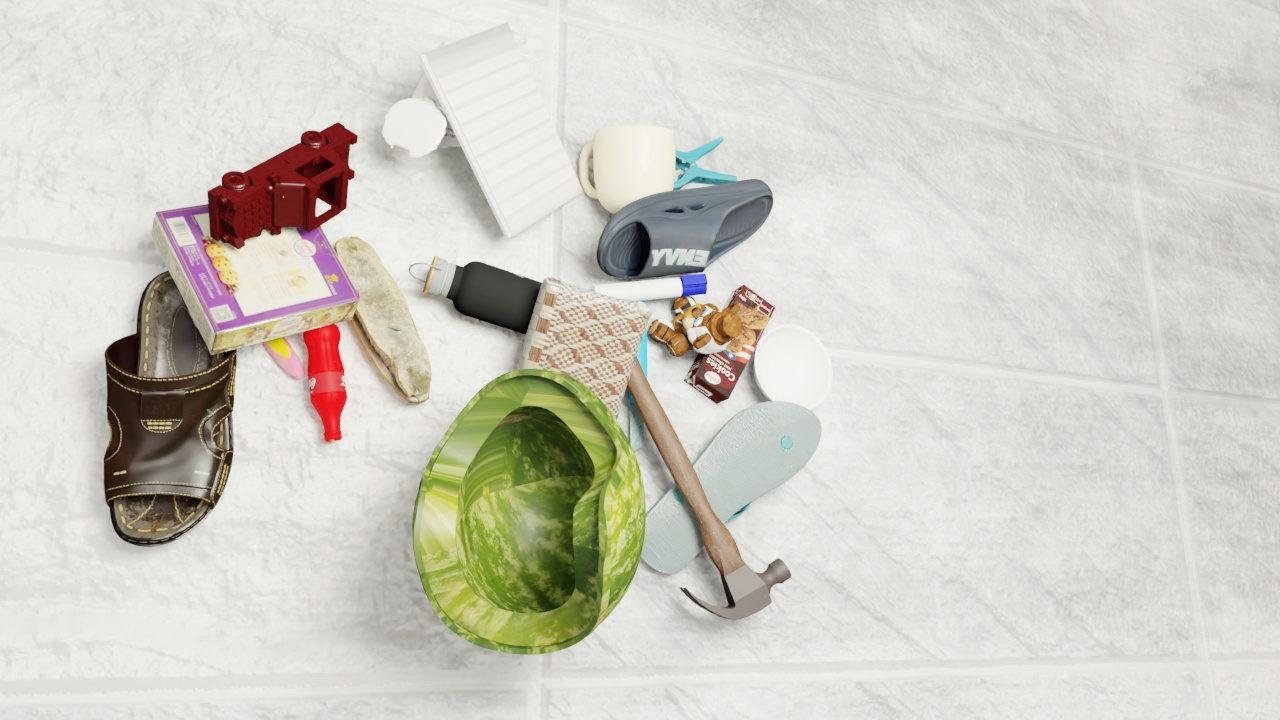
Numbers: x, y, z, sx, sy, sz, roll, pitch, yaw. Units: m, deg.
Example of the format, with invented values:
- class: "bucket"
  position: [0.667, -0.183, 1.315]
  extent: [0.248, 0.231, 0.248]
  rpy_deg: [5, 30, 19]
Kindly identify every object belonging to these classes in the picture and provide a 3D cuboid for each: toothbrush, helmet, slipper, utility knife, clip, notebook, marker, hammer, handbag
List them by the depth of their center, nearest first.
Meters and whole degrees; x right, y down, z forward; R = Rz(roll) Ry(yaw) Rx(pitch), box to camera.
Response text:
- class: "slipper"
  position: [-0.436, 0.037, 0.854]
  extent: [0.113, 0.076, 0.267]
  rpy_deg: [5, 74, -21]
- class: "helmet"
  position: [-0.101, 0.143, 0.880]
  extent: [0.213, 0.244, 0.246]
  rpy_deg: [-2, 41, 4]
- class: "toothbrush"
  position: [-0.384, -0.037, 0.931]
  extent: [0.021, 0.016, 0.135]
  rpy_deg: [-37, 95, -28]
- class: "handbag"
  position: [-0.071, 0.011, 0.998]
  extent: [0.124, 0.047, 0.186]
  rpy_deg: [15, 100, -16]
- class: "hammer"
  position: [0.051, 0.136, 1.026]
  extent: [0.115, 0.033, 0.323]
  rpy_deg: [-26, 84, -15]
- class: "notebook"
  position: [-0.150, -0.259, 1.029]
  extent: [0.142, 0.009, 0.210]
  rpy_deg: [-43, 116, -44]
- class: "slipper"
  position: [0.095, 0.139, 1.075]
  extent: [0.268, 0.055, 0.098]
  rpy_deg: [-38, 90, -15]
- class: "utility knife"
  position: [-0.006, 0.006, 1.078]
  extent: [0.031, 0.015, 0.205]
  rpy_deg: [5, 71, -19]
- class: "marker"
  position: [0.012, -0.084, 1.085]
  extent: [0.133, 0.027, 0.023]
  rpy_deg: [-6, 65, -9]
- class: "slipper"
  position: [0.068, -0.143, 1.091]
  extent: [0.267, 0.111, 0.083]
  rpy_deg: [-20, 58, -32]
- class: "clip"
  position: [0.057, -0.260, 1.170]
  extent: [0.126, 0.028, 0.113]
  rpy_deg: [-26, 85, -27]

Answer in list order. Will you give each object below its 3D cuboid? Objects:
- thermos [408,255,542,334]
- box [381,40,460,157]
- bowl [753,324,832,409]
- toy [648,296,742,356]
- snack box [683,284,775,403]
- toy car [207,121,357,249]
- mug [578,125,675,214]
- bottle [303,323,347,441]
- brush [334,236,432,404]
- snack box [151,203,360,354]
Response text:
- class: "thermos"
  position: [-0.142, -0.065, 1.014]
  extent: [0.231, 0.061, 0.061]
  rpy_deg: [18, 70, -18]
- class: "box"
  position: [-0.225, -0.279, 1.022]
  extent: [0.083, 0.092, 0.165]
  rpy_deg: [19, 71, 4]
- class: "bowl"
  position: [0.181, 0.013, 1.142]
  extent: [0.109, 0.041, 0.109]
  rpy_deg: [6, 74, -22]
- class: "toy"
  position: [0.071, -0.040, 1.073]
  extent: [0.087, 0.113, 0.067]
  rpy_deg: [-45, 107, -26]
- class: "snack box"
  position: [0.110, -0.021, 1.126]
  extent: [0.051, 0.032, 0.140]
  rpy_deg: [35, 66, -11]
- class: "toy car"
  position: [-0.337, -0.167, 0.898]
  extent: [0.062, 0.070, 0.169]
  rpy_deg: [32, 46, 9]
- class: "mug"
  position: [-0.018, -0.221, 1.094]
  extent: [0.120, 0.096, 0.100]
  rpy_deg: [2, 95, 21]
- class: "bottle"
  position: [-0.318, 0.023, 0.930]
  extent: [0.036, 0.036, 0.119]
  rpy_deg: [-5, 79, -24]
- class: "brush"
  position: [-0.270, -0.044, 0.964]
  extent: [0.059, 0.043, 0.195]
  rpy_deg: [-24, 85, -26]
- class: "snack box"
  position: [-0.374, -0.091, 0.899]
  extent: [0.147, 0.041, 0.143]
  rpy_deg: [-20, 71, -40]
